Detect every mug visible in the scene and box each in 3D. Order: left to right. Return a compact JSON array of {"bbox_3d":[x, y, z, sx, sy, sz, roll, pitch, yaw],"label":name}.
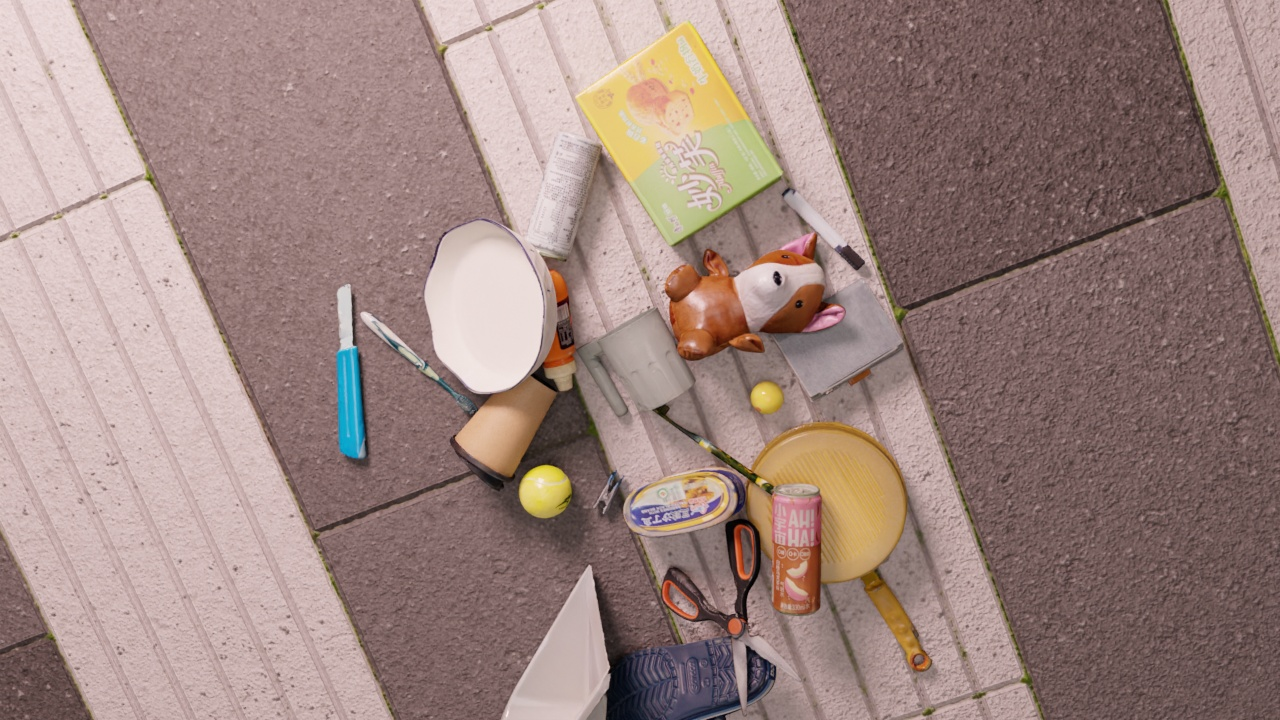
[{"bbox_3d":[-0.007,0.007,1.113,0.124,0.083,0.103,-26,98,34],"label":"mug"}]

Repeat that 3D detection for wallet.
[{"bbox_3d":[0.239,-0.022,1.109,0.130,0.037,0.106,-31,84,6],"label":"wallet"}]

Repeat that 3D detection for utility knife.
[{"bbox_3d":[-0.368,0.015,1.159,0.034,0.018,0.223,1,99,5],"label":"utility knife"}]

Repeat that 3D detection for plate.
[{"bbox_3d":[-0.174,-0.063,1.079,0.205,0.045,0.205,7,100,39],"label":"plate"}]

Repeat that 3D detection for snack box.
[{"bbox_3d":[0.045,-0.259,1.069,0.158,0.070,0.210,-32,95,7],"label":"snack box"}]

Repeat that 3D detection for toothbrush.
[{"bbox_3d":[-0.279,0.004,1.153,0.191,0.018,0.016,41,98,-3],"label":"toothbrush"},{"bbox_3d":[0.089,0.105,1.124,0.186,0.012,0.017,35,91,14],"label":"toothbrush"}]

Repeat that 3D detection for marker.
[{"bbox_3d":[0.219,-0.158,1.097,0.130,0.022,0.018,44,87,-4],"label":"marker"}]

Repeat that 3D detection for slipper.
[{"bbox_3d":[0.059,0.413,1.157,0.253,0.105,0.095,-28,140,21],"label":"slipper"}]

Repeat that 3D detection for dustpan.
[{"bbox_3d":[-0.120,0.418,1.106,0.142,0.222,0.258,-2,109,-8],"label":"dustpan"}]

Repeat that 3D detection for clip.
[{"bbox_3d":[-0.039,0.168,1.159,0.036,0.025,0.058,31,104,6],"label":"clip"}]

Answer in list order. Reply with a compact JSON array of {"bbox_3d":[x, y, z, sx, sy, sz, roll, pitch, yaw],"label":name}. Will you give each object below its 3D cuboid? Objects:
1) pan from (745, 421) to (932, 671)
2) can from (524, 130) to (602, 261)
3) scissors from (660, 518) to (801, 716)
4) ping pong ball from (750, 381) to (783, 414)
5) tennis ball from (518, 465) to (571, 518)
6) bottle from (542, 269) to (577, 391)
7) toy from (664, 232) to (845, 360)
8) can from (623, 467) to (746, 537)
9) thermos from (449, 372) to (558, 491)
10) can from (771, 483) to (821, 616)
[{"bbox_3d":[0.269,0.243,1.140,0.198,0.078,0.357,-30,89,12],"label":"pan"},{"bbox_3d":[-0.093,-0.195,1.093,0.058,0.058,0.147,18,99,1],"label":"can"},{"bbox_3d":[0.108,0.301,1.105,0.233,0.021,0.220,5,81,42],"label":"scissors"},{"bbox_3d":[0.155,0.046,1.120,0.040,0.040,0.040,0,98,3],"label":"ping pong ball"},{"bbox_3d":[-0.118,0.163,1.142,0.065,0.065,0.065,0,98,3],"label":"tennis ball"},{"bbox_3d":[-0.109,-0.034,1.118,0.067,0.066,0.149,-13,104,5],"label":"bottle"},{"bbox_3d":[0.130,-0.075,1.071,0.199,0.130,0.140,-12,80,-3],"label":"toy"},{"bbox_3d":[0.054,0.174,1.123,0.148,0.049,0.074,-15,84,19],"label":"can"},{"bbox_3d":[-0.166,0.081,1.126,0.093,0.093,0.143,35,90,-2],"label":"thermos"},{"bbox_3d":[0.184,0.222,1.083,0.058,0.058,0.147,0,95,3],"label":"can"}]
